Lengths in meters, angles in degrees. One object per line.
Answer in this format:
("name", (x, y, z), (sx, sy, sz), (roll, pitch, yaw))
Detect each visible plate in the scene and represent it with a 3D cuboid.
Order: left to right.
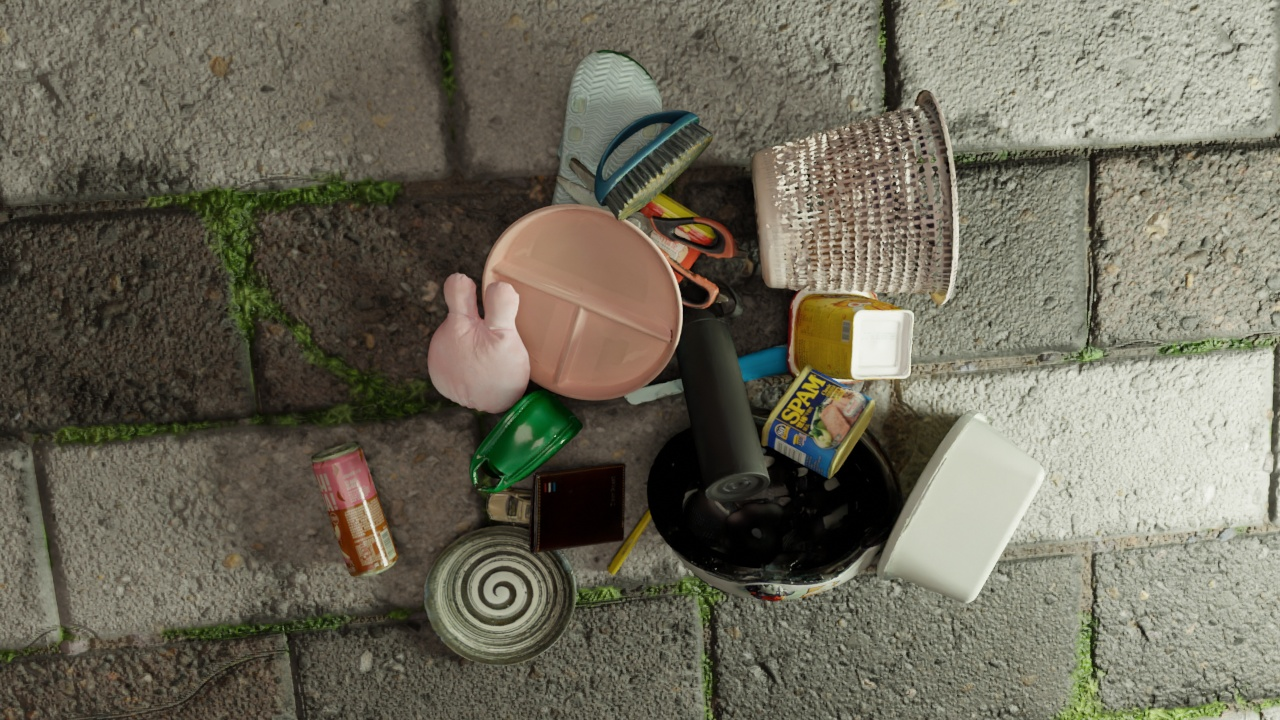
("plate", (-0.165, 0.277, 1.092), (0.179, 0.024, 0.179), (-1, 103, -4))
("plate", (-0.064, -0.063, 1.013), (0.230, 0.028, 0.230), (7, 116, 14))

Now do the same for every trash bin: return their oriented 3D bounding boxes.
("trash bin", (0.222, -0.162, 0.991), (0.192, 0.227, 0.227), (-6, 99, 8))

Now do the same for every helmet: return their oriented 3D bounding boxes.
("helmet", (0.149, 0.174, 1.036), (0.274, 0.229, 0.157), (-11, 141, -3))

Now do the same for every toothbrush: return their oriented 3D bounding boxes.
("toothbrush", (0.013, 0.175, 1.103), (0.016, 0.015, 0.190), (32, 94, -5))

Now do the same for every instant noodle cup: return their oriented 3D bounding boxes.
("instant noodle cup", (0.239, -0.025, 1.034), (0.116, 0.124, 0.116), (-1, 97, -18))

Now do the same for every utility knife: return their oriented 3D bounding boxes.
("utility knife", (0.085, 0.019, 1.084), (0.216, 0.018, 0.034), (-14, 101, -6))

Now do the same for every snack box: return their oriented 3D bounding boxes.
("snack box", (0.029, -0.137, 1.029), (0.091, 0.082, 0.080), (31, 102, -3))

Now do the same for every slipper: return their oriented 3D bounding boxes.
("slipper", (-0.045, -0.215, 1.017), (0.104, 0.074, 0.246), (13, 112, -9))

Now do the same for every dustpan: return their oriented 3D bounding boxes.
("dustpan", (0.323, 0.148, 1.014), (0.142, 0.257, 0.223), (28, 94, -4))

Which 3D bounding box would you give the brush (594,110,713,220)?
("brush", (0.006, -0.210, 0.944), (0.143, 0.055, 0.073), (-42, 84, -16))

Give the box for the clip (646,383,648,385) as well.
("clip", (-0.005, 0.004, 1.078), (0.055, 0.013, 0.038), (38, 92, -9))

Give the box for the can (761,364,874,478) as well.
("can", (0.191, 0.065, 0.980), (0.083, 0.057, 0.101), (28, 60, 22))

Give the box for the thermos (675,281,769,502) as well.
("thermos", (0.086, 0.023, 0.988), (0.068, 0.242, 0.090), (18, 139, -39))

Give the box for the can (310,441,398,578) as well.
("can", (-0.325, 0.170, 1.046), (0.058, 0.058, 0.147), (-16, 99, -4))

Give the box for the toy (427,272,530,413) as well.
("toy", (-0.178, -0.018, 1.022), (0.121, 0.054, 0.160), (14, 114, 9))

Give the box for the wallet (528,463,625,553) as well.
("wallet", (-0.071, 0.171, 1.068), (0.122, 0.020, 0.096), (-1, 100, -34))

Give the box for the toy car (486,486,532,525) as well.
("toy car", (-0.136, 0.173, 1.078), (0.090, 0.035, 0.042), (7, 96, -5))

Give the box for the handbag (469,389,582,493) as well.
("handbag", (-0.127, 0.094, 1.021), (0.068, 0.131, 0.120), (42, 96, 2))

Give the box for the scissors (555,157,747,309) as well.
("scissors", (0.014, -0.145, 0.981), (0.204, 0.015, 0.203), (-10, 110, 14))
